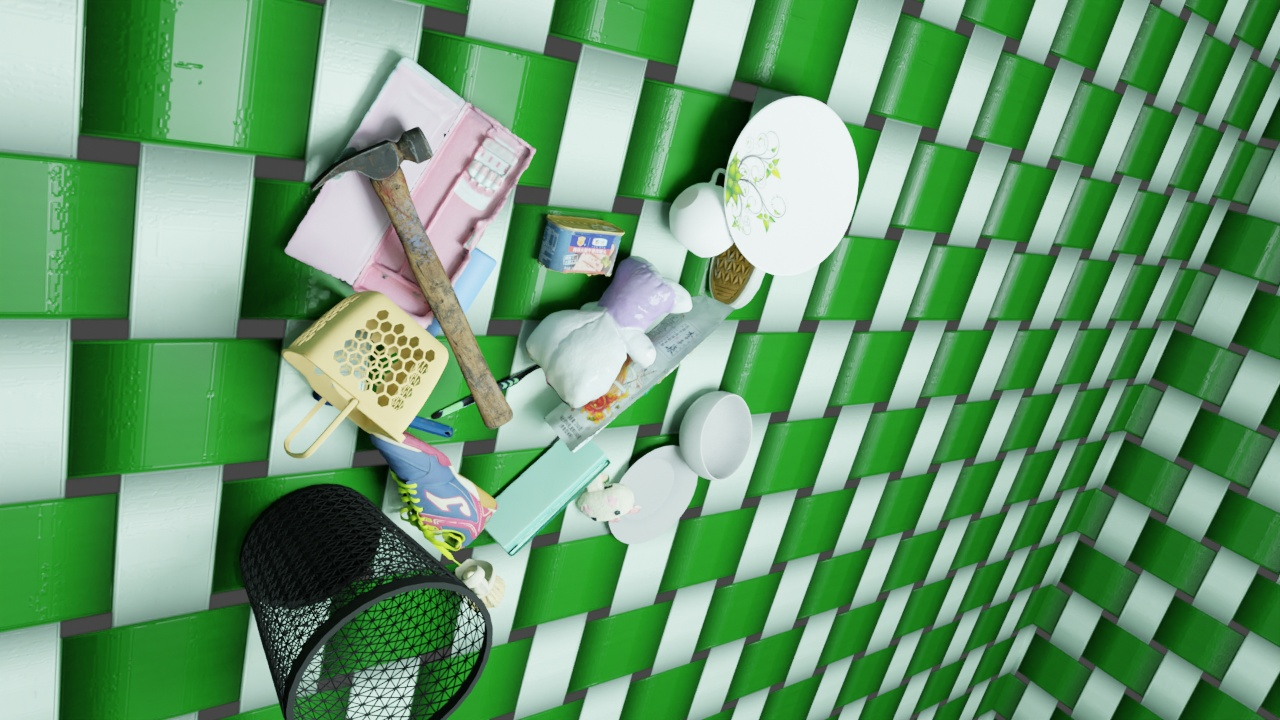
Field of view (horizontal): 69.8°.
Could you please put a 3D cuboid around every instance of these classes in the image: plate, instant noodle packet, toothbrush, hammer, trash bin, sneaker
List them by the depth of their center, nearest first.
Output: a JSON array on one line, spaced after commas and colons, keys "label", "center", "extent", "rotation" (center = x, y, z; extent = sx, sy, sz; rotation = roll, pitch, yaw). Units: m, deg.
[{"label": "hammer", "center": [-0.217, -0.065, 0.958], "extent": [0.120, 0.033, 0.330], "rotation": [-25, 116, -10]}, {"label": "trash bin", "center": [-0.317, 0.265, 1.000], "extent": [0.216, 0.243, 0.217], "rotation": [-21, 126, -31]}, {"label": "toothbrush", "center": [-0.293, 0.064, 1.065], "extent": [0.189, 0.017, 0.016], "rotation": [24, 98, -46]}, {"label": "sneaker", "center": [-0.253, 0.157, 1.084], "extent": [0.091, 0.116, 0.242], "rotation": [-54, 144, -16]}, {"label": "toothbrush", "center": [-0.175, 0.034, 1.152], "extent": [0.187, 0.017, 0.014], "rotation": [-26, 131, -26]}, {"label": "instant noodle packet", "center": [-0.007, 0.007, 1.184], "extent": [0.269, 0.147, 0.057], "rotation": [-42, 113, -6]}, {"label": "plate", "center": [0.193, -0.227, 1.204], "extent": [0.229, 0.030, 0.229], "rotation": [-9, 108, -31]}, {"label": "sneaker", "center": [0.170, -0.180, 1.277], "extent": [0.079, 0.087, 0.236], "rotation": [4, 108, -47]}, {"label": "plate", "center": [0.016, 0.203, 1.414], "extent": [0.172, 0.019, 0.173], "rotation": [-21, 126, -31]}]

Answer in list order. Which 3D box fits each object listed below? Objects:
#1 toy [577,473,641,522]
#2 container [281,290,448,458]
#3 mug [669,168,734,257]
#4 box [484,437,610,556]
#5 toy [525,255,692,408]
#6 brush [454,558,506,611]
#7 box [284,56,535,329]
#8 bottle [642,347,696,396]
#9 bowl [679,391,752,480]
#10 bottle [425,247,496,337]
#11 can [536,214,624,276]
[{"label": "toy", "center": [-0.050, 0.200, 1.320], "extent": [0.112, 0.087, 0.050], "rotation": [52, 33, -33]}, {"label": "container", "center": [-0.294, 0.025, 0.908], "extent": [0.129, 0.184, 0.166], "rotation": [44, 72, -20]}, {"label": "mug", "center": [0.089, -0.199, 1.195], "extent": [0.076, 0.090, 0.123], "rotation": [43, 65, -36]}, {"label": "box", "center": [-0.124, 0.187, 1.253], "extent": [0.188, 0.077, 0.079], "rotation": [-43, 151, -15]}, {"label": "toy", "center": [-0.041, -0.041, 1.136], "extent": [0.209, 0.138, 0.085], "rotation": [-44, 150, -14]}, {"label": "brush", "center": [-0.201, 0.275, 1.132], "extent": [0.062, 0.077, 0.273], "rotation": [-52, 178, -17]}, {"label": "box", "center": [-0.237, -0.170, 0.957], "extent": [0.180, 0.055, 0.233], "rotation": [33, 92, -31]}, {"label": "bottle", "center": [0.030, 0.002, 1.292], "extent": [0.109, 0.043, 0.043], "rotation": [-40, 134, -18]}, {"label": "bowl", "center": [0.107, 0.112, 1.396], "extent": [0.131, 0.064, 0.132], "rotation": [-12, 106, -47]}, {"label": "bottle", "center": [-0.215, -0.069, 1.032], "extent": [0.048, 0.048, 0.131], "rotation": [31, 93, -46]}, {"label": "can", "center": [-0.072, -0.138, 1.111], "extent": [0.099, 0.054, 0.059], "rotation": [-2, 116, -40]}]
